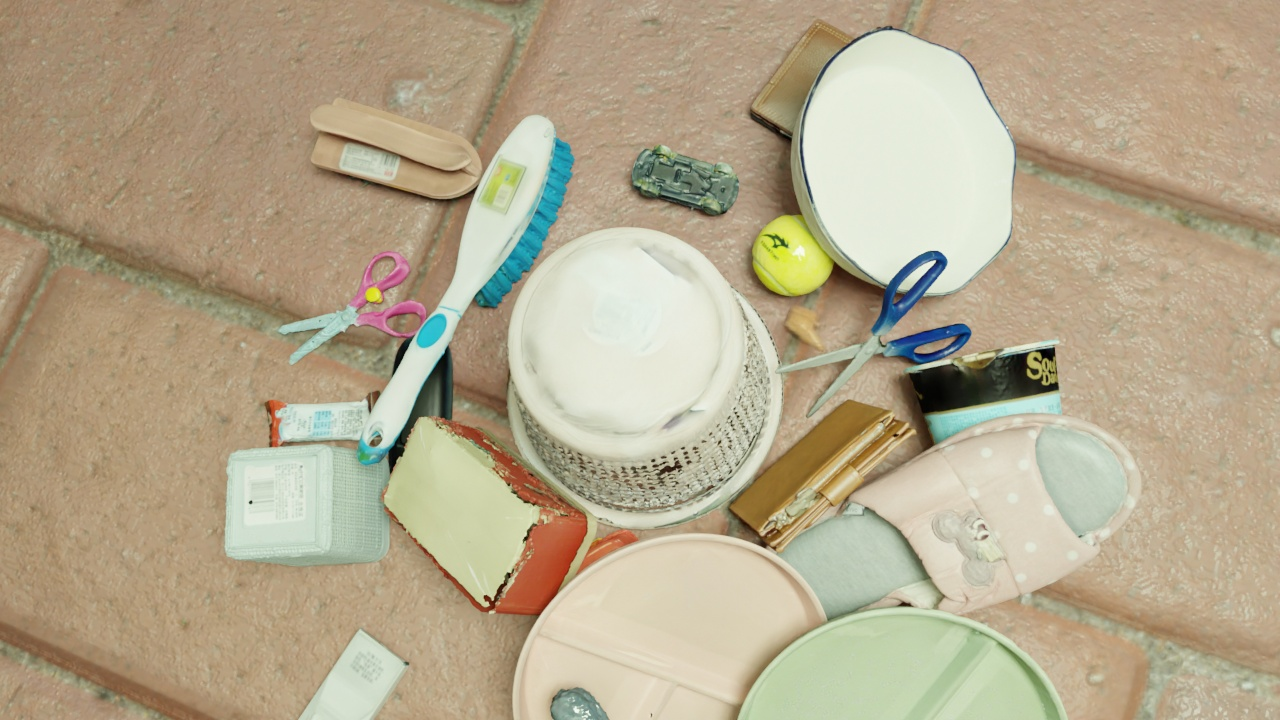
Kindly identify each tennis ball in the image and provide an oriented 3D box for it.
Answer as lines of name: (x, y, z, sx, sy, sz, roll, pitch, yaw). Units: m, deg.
tennis ball: (0.122, -0.084, 0.734, 0.065, 0.065, 0.065, -1, 78, 4)

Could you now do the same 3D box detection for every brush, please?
brush: (-0.203, -0.176, 0.777, 0.146, 0.073, 0.063, 17, 79, 6)
brush: (-0.136, -0.059, 0.728, 0.060, 0.109, 0.314, 22, 81, 6)

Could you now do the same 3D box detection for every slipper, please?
slipper: (0.201, 0.122, 0.636, 0.275, 0.054, 0.114, -28, 87, 26)

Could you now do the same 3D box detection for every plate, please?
plate: (0.178, 0.273, 0.636, 0.230, 0.027, 0.230, 1, 101, 4)
plate: (0.202, -0.149, 0.713, 0.204, 0.046, 0.204, 2, 84, -24)
plate: (0.024, 0.223, 0.647, 0.229, 0.028, 0.230, -3, 106, -11)

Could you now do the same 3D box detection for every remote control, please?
remote control: (-0.234, 0.275, 0.711, 0.049, 0.024, 0.125, 32, 82, 10)
remote control: (-0.181, 0.044, 0.753, 0.053, 0.024, 0.136, -1, 79, 3)

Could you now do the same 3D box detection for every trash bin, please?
trash bin: (-0.004, 0.004, 0.663, 0.227, 0.192, 0.227, -1, 78, 4)

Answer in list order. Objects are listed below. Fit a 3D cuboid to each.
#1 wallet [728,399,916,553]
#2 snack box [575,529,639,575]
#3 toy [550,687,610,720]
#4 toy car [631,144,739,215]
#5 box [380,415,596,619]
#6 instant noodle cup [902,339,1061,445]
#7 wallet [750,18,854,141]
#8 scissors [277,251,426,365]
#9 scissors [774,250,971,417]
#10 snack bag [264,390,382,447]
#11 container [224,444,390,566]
wallet: (0.130, 0.082, 0.680, 0.131, 0.108, 0.031, -42, 98, -5)
snack box: (-0.029, 0.177, 0.685, 0.091, 0.080, 0.082, -33, 78, -3)
toy: (0.058, 0.364, 0.622, 0.356, 0.091, 0.138, 36, 101, -4)
toy car: (0.038, -0.149, 0.771, 0.090, 0.034, 0.043, 16, 77, 6)
box: (-0.119, 0.106, 0.664, 0.168, 0.076, 0.091, 29, 95, 44)
instant noodle cup: (0.262, 0.054, 0.679, 0.111, 0.111, 0.120, -10, 85, 2)
wallet: (0.168, -0.217, 0.777, 0.124, 0.032, 0.101, 35, 86, 11)
scissors: (-0.243, -0.030, 0.781, 0.137, 0.017, 0.093, -38, 85, 1)
scissors: (0.184, -0.016, 0.697, 0.175, 0.163, 0.012, -6, 47, -21)
snack bag: (-0.262, 0.051, 0.758, 0.104, 0.026, 0.048, -6, 84, 3)
container: (-0.253, 0.111, 0.701, 0.090, 0.111, 0.090, -4, 78, 3)
